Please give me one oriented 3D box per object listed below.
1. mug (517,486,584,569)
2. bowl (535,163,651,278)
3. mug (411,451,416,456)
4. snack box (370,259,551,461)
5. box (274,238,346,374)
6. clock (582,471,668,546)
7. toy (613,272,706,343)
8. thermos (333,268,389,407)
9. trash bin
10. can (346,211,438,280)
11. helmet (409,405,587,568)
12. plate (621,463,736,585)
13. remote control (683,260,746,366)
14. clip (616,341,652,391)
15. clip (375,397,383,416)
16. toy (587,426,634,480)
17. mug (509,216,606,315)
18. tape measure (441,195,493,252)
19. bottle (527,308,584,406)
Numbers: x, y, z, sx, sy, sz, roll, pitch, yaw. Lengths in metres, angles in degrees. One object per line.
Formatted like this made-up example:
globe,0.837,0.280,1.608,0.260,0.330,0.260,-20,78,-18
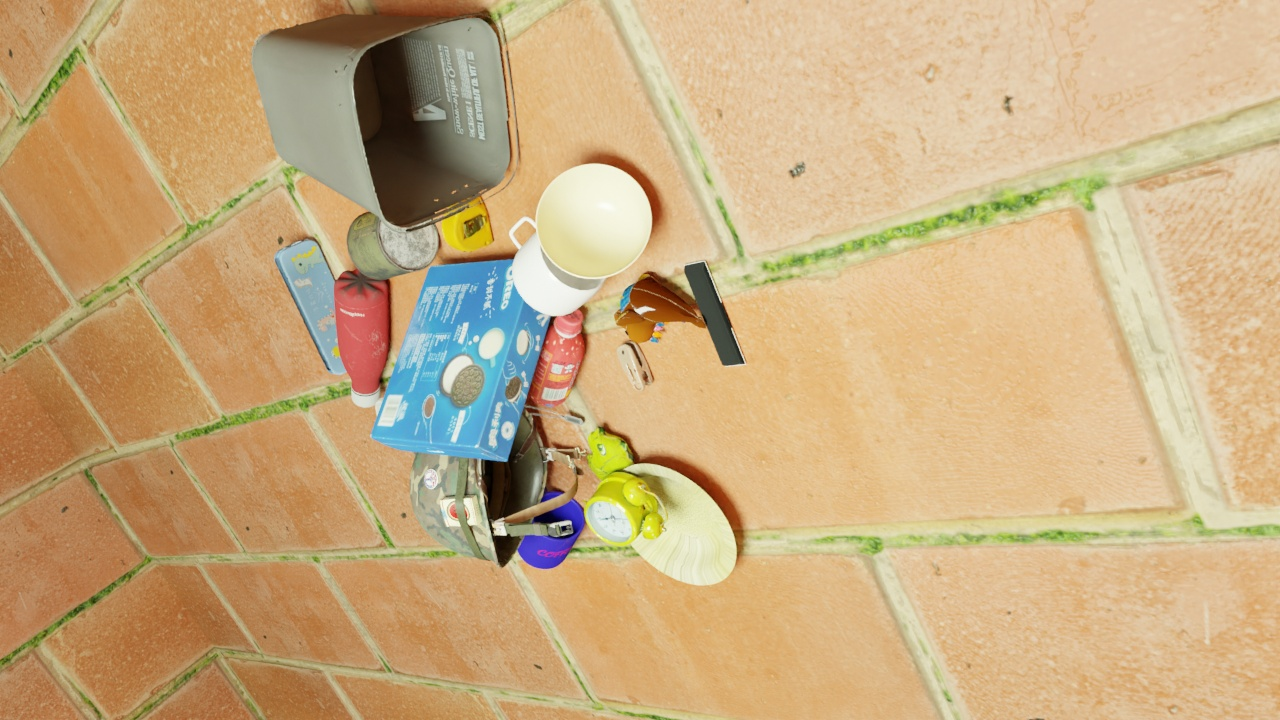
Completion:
mug,-0.136,0.229,1.311,0.111,0.079,0.084,61,144,28
bowl,-0.046,-0.138,0.963,0.118,0.118,0.074,44,179,5
mug,-0.265,0.105,1.279,0.123,0.110,0.096,69,163,-13
snack box,-0.209,-0.005,1.096,0.196,0.238,0.056,1,157,39
box,-0.471,-0.078,1.366,0.052,0.066,0.210,-3,117,32
clock,-0.015,0.183,1.132,0.119,0.056,0.083,-14,109,37
toy,0.021,-0.044,1.008,0.103,0.070,0.090,23,150,6
thermos,-0.406,-0.023,1.345,0.073,0.073,0.240,30,135,19
trash bin,-0.283,-0.274,0.993,0.220,0.196,0.198,23,132,34
can,-0.316,-0.152,1.168,0.075,0.089,0.090,-6,115,42
helmet,-0.176,0.154,1.168,0.236,0.192,0.225,16,117,9
plate,0.048,0.198,1.160,0.184,0.036,0.185,21,130,27
remote control,0.078,-0.047,0.979,0.028,0.011,0.124,-7,115,42
clip,-0.008,0.008,1.076,0.026,0.049,0.061,-13,138,44
clip,-0.335,0.096,1.377,0.151,0.089,0.126,15,126,18
toy,-0.040,0.130,1.186,0.094,0.036,0.094,52,143,-8
mug,-0.097,-0.109,1.015,0.115,0.094,0.068,46,139,-9
tape measure,-0.208,-0.162,1.096,0.030,0.058,0.068,14,127,32
bottle,-0.100,-0.008,1.116,0.062,0.061,0.138,37,135,13
